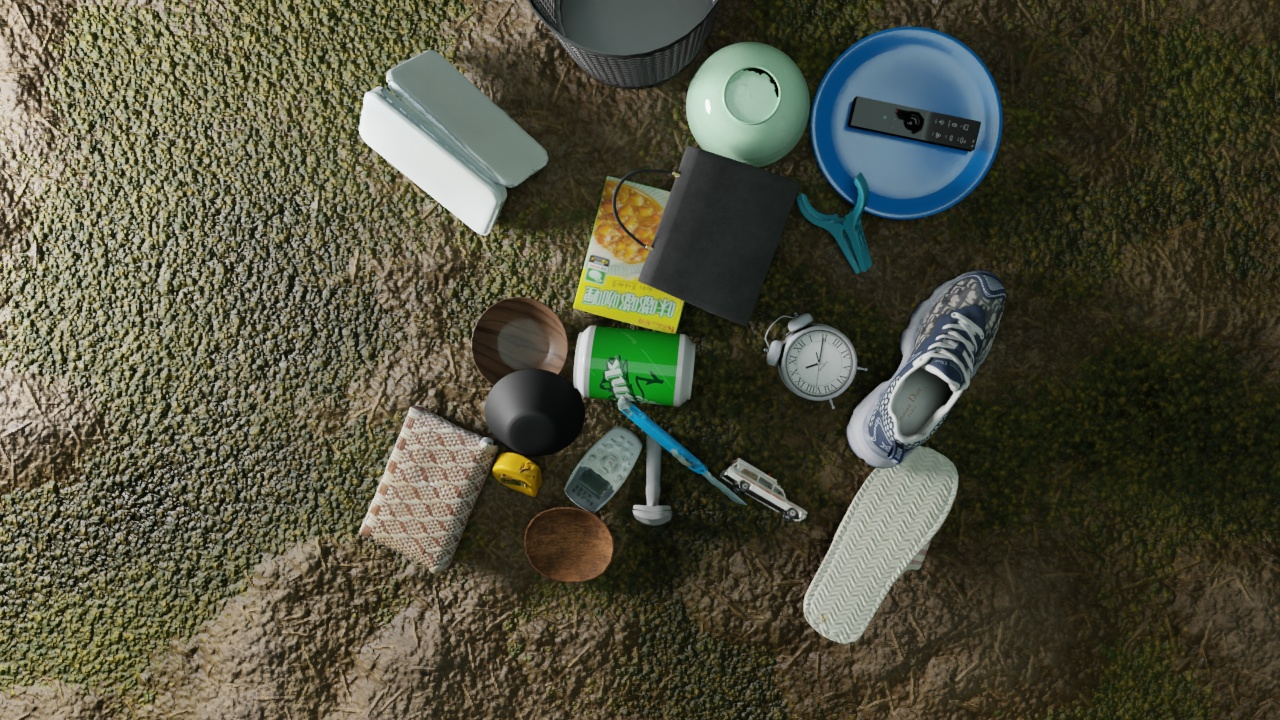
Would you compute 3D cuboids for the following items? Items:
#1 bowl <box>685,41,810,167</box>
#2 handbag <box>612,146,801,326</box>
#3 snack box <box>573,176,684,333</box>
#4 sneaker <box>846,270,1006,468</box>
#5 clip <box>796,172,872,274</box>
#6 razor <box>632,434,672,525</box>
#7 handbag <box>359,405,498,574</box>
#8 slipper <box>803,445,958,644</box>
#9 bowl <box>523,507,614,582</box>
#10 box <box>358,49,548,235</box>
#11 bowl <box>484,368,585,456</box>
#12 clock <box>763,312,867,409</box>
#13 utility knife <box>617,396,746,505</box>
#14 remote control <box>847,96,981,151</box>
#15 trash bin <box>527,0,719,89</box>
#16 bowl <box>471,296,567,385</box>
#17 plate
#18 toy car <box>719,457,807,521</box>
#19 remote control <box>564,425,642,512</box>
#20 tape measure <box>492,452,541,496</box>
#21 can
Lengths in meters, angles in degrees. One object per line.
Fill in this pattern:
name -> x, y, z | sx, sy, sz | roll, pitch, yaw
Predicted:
bowl -> 0.129, -0.306, 1.080 | 0.151, 0.077, 0.151 | 0, 96, 3
handbag -> 0.058, -0.158, 1.066 | 0.195, 0.072, 0.176 | 18, 96, -19
snack box -> 0.002, -0.129, 1.125 | 0.132, 0.027, 0.168 | 15, 95, 1
sneaker -> 0.348, 0.009, 1.061 | 0.103, 0.132, 0.269 | 35, 87, 1
clip -> 0.231, -0.171, 1.102 | 0.120, 0.033, 0.122 | 16, 126, 19
razor -> 0.016, 0.141, 1.132 | 0.047, 0.088, 0.116 | 1, 75, 2
handbag -> -0.265, 0.162, 1.154 | 0.124, 0.047, 0.186 | 24, 95, 9
slipper -> 0.293, 0.224, 1.122 | 0.115, 0.052, 0.262 | 34, 83, 10
bowl -> -0.088, 0.228, 1.157 | 0.114, 0.026, 0.102 | 4, 105, 5
box -> -0.229, -0.260, 1.121 | 0.210, 0.105, 0.128 | 44, 54, 2
bowl -> -0.130, 0.077, 1.114 | 0.124, 0.052, 0.124 | 0, 116, -1
clock -> 0.208, -0.005, 1.121 | 0.122, 0.035, 0.094 | 39, 95, -2
utility knife -> 0.051, 0.114, 1.119 | 0.220, 0.031, 0.015 | 39, 61, -18
remote control -> 0.321, -0.277, 1.078 | 0.150, 0.013, 0.034 | 12, 95, 2
trash bin -> -0.012, -0.415, 1.001 | 0.218, 0.227, 0.218 | 0, 95, 3
bowl -> -0.147, -0.019, 1.139 | 0.119, 0.032, 0.119 | 0, 95, 3
plate -> 0.315, -0.281, 1.098 | 0.224, 0.024, 0.224 | 0, 95, 3
toy car -> 0.155, 0.160, 1.138 | 0.113, 0.039, 0.039 | 29, 74, -1
remote control -> -0.045, 0.135, 1.148 | 0.060, 0.028, 0.114 | 39, 96, 0
tape measure -> -0.154, 0.139, 1.136 | 0.059, 0.068, 0.030 | 16, 59, 6
can -> -0.007, 0.006, 1.106 | 0.140, 0.087, 0.088 | 6, 95, 2
